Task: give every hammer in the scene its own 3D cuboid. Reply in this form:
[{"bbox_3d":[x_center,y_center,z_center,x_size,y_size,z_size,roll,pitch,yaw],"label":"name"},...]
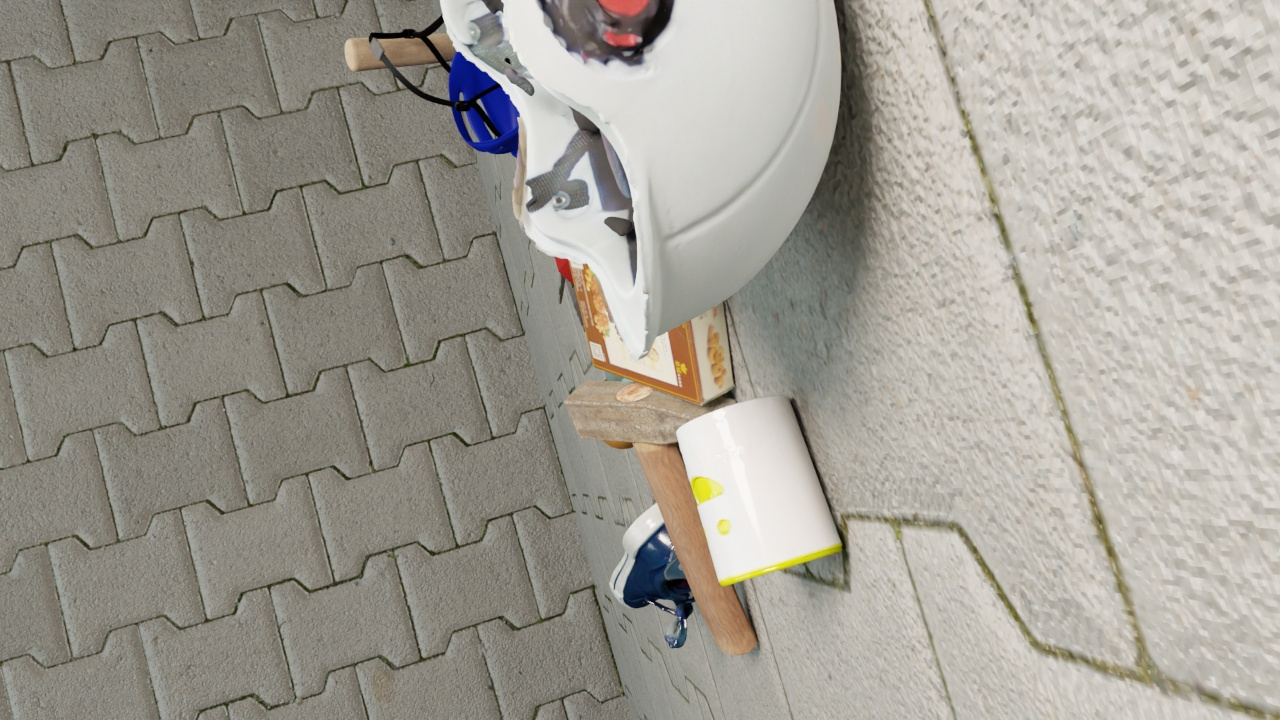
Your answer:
[{"bbox_3d":[0.051,0.153,0.833,0.158,0.037,0.301,1,122,39],"label":"hammer"},{"bbox_3d":[-0.213,-0.357,1.049,0.031,0.330,0.119,9,113,30],"label":"hammer"}]

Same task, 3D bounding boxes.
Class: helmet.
[{"bbox_3d":[0.006,-0.145,0.427,0.237,0.163,0.264,107,140,-78],"label":"helmet"},{"bbox_3d":[-0.174,-0.298,0.971,0.147,0.227,0.242,54,148,25],"label":"helmet"}]

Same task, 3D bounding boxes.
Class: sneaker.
[{"bbox_3d":[0.035,0.264,1.078,0.127,0.120,0.295,47,158,17],"label":"sneaker"}]

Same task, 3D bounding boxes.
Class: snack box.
[{"bbox_3d":[0.005,-0.049,0.745,0.147,0.041,0.143,17,127,47],"label":"snack box"}]

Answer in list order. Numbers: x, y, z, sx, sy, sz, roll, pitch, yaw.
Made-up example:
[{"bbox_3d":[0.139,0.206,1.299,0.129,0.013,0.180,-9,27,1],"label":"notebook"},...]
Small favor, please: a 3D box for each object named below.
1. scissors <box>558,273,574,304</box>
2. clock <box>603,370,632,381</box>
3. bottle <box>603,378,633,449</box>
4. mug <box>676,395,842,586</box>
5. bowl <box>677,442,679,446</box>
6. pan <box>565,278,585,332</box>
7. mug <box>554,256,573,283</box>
[{"bbox_3d":[-0.073,-0.159,1.012,0.226,0.016,0.165,89,-156,-63],"label":"scissors"},{"bbox_3d":[-0.006,0.006,0.949,0.090,0.053,0.124,31,-132,-73],"label":"clock"},{"bbox_3d":[-0.017,0.050,1.077,0.157,0.067,0.067,100,153,-67],"label":"bottle"},{"bbox_3d":[0.076,0.085,0.603,0.083,0.082,0.106,109,146,-72],"label":"mug"},{"bbox_3d":[0.039,0.089,0.877,0.110,0.055,0.110,163,91,-80],"label":"bowl"},{"bbox_3d":[-0.059,-0.107,1.150,0.357,0.040,0.208,-126,23,-61],"label":"pan"},{"bbox_3d":[-0.037,-0.134,0.913,0.097,0.080,0.116,171,113,-80],"label":"mug"}]
